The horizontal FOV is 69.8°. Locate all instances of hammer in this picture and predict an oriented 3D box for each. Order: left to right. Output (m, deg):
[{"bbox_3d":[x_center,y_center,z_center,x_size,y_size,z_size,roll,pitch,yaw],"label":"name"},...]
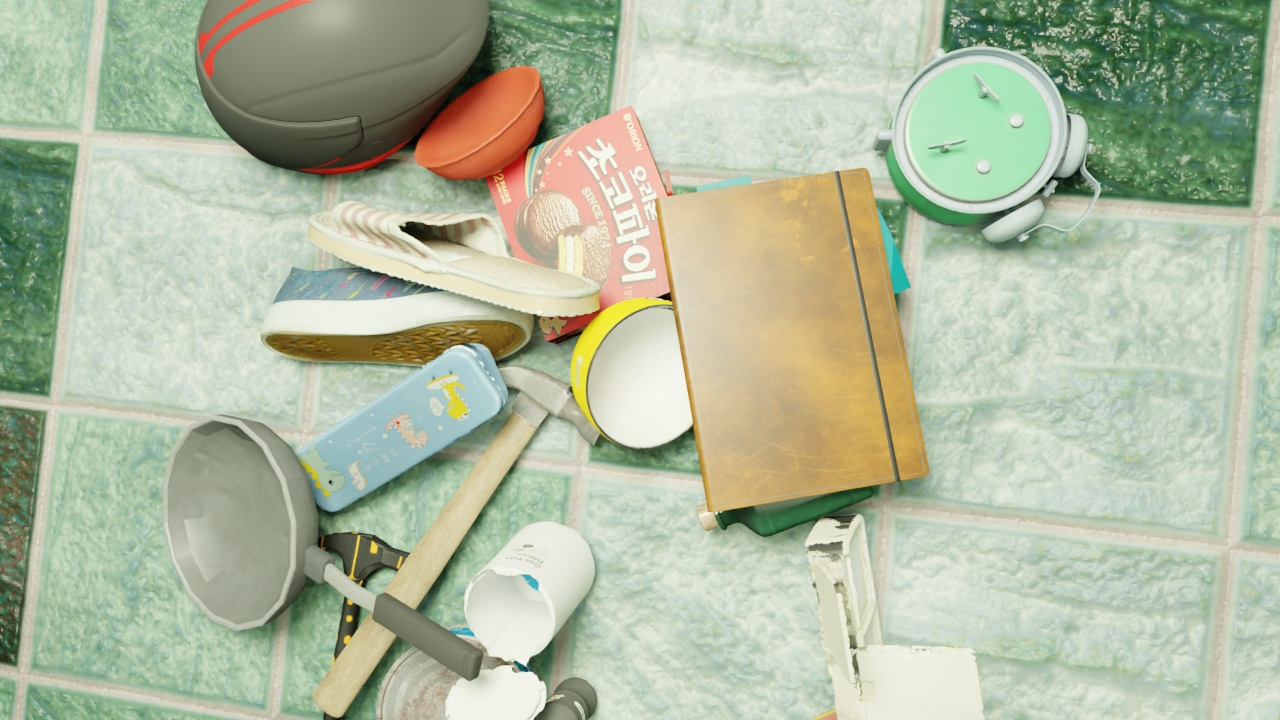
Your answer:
[{"bbox_3d":[-0.265,0.306,0.780,0.123,0.036,0.320,9,87,10],"label":"hammer"},{"bbox_3d":[-0.163,0.149,0.759,0.119,0.030,0.331,34,89,11],"label":"hammer"}]

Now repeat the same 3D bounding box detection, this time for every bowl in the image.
[{"bbox_3d":[-0.124,-0.187,0.748,0.122,0.035,0.121,-22,40,20],"label":"bowl"},{"bbox_3d":[-0.004,0.004,0.720,0.117,0.068,0.117,-10,112,-27],"label":"bowl"}]

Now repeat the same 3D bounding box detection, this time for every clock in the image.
[{"bbox_3d":[0.265,-0.156,0.687,0.161,0.075,0.122,35,94,8],"label":"clock"}]

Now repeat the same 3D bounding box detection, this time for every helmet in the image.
[{"bbox_3d":[-0.245,-0.248,0.725,0.265,0.170,0.164,-19,85,7],"label":"helmet"}]

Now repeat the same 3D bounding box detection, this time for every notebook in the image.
[{"bbox_3d":[0.116,-0.027,0.674,0.178,0.014,0.249,-9,83,-3],"label":"notebook"}]

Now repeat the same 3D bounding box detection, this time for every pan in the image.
[{"bbox_3d":[-0.257,0.158,0.724,0.358,0.041,0.179,20,104,29],"label":"pan"}]

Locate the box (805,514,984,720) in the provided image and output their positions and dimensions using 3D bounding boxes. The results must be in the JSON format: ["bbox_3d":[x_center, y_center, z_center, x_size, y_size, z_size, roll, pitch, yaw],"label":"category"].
[{"bbox_3d":[0.168,0.190,0.638,0.095,0.185,0.145,-10,93,0],"label":"box"}]

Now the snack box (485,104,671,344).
[{"bbox_3d":[-0.039,-0.109,0.754,0.133,0.036,0.152,-22,85,8],"label":"snack box"}]

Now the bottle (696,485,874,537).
[{"bbox_3d":[0.107,0.099,0.710,0.131,0.061,0.061,-23,82,8],"label":"bottle"}]

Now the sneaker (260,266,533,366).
[{"bbox_3d":[-0.199,-0.045,0.766,0.236,0.087,0.079,-1,65,13],"label":"sneaker"}]

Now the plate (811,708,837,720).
[{"bbox_3d":[0.196,0.375,0.706,0.230,0.021,0.229,0,88,9],"label":"plate"}]

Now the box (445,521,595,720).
[{"bbox_3d":[-0.090,0.199,0.694,0.084,0.162,0.112,10,103,14],"label":"box"}]

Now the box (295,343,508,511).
[{"bbox_3d":[-0.200,0.059,0.742,0.210,0.049,0.066,-30,83,24],"label":"box"}]

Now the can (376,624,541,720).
[{"bbox_3d":[-0.147,0.287,0.753,0.130,0.044,0.130,0,88,9],"label":"can"}]

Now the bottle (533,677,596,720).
[{"bbox_3d":[-0.060,0.276,0.706,0.036,0.110,0.036,0,88,9],"label":"bottle"}]

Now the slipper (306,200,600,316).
[{"bbox_3d":[-0.149,-0.088,0.710,0.263,0.114,0.052,19,107,26],"label":"slipper"}]
